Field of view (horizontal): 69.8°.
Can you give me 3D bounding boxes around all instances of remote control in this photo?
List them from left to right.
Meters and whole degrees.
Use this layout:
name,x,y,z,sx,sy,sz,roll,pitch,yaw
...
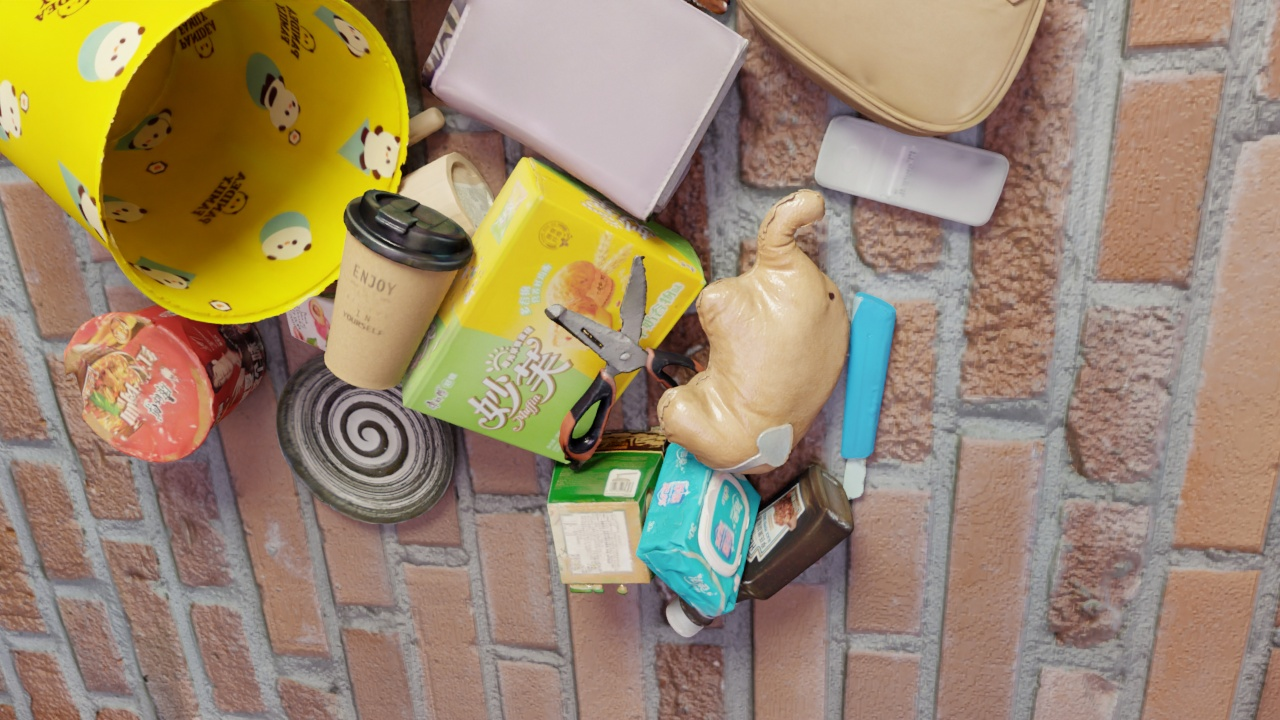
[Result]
name,x,y,z,sx,sy,sz,roll,pitch,yaw
remote control,0.201,-0.142,0.686,0.136,0.020,0.056,15,114,5

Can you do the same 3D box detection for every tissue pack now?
name,x,y,z,sx,sy,sz,roll,pitch,yaw
tissue pack,0.053,0.131,0.759,0.050,0.133,0.093,-14,132,35

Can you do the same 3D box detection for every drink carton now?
name,x,y,z,sx,sy,sz,roll,pitch,yaw
drink carton,-0.252,-0.035,0.780,0.123,0.045,0.053,17,118,38

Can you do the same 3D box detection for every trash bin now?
name,x,y,z,sx,sy,sz,roll,pitch,yaw
trash bin,-0.337,-0.184,0.648,0.255,0.229,0.230,30,116,23

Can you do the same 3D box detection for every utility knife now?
name,x,y,z,sx,sy,sz,roll,pitch,yaw
utility knife,0.184,0.036,0.760,0.034,0.018,0.187,10,113,20

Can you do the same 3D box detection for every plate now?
name,x,y,z,sx,sy,sz,roll,pitch,yaw
plate,-0.255,0.070,0.860,0.179,0.024,0.180,5,113,11

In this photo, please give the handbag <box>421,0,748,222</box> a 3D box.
name,x,y,z,sx,sy,sz,roll,pitch,yaw
handbag,-0.039,-0.210,0.663,0.197,0.098,0.145,30,99,0

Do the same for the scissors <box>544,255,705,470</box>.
name,x,y,z,sx,sy,sz,roll,pitch,yaw
scissors,-0.007,0.008,0.713,0.188,0.015,0.227,-4,134,-33

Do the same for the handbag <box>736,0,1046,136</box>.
name,x,y,z,sx,sy,sz,roll,pitch,yaw
handbag,0.164,-0.248,0.615,0.204,0.099,0.148,36,106,-4

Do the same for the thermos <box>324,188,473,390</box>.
name,x,y,z,sx,sy,sz,roll,pitch,yaw
thermos,-0.184,-0.052,0.672,0.093,0.092,0.143,27,116,0

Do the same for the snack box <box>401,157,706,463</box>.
name,x,y,z,sx,sy,sz,roll,pitch,yaw
snack box,-0.073,-0.031,0.725,0.157,0.070,0.210,23,116,-30

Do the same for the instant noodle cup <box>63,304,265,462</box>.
name,x,y,z,sx,sy,sz,roll,pitch,yaw
instant noodle cup,-0.412,0.007,0.820,0.138,0.108,0.138,4,111,10

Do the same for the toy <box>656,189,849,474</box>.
name,x,y,z,sx,sy,sz,roll,pitch,yaw
toy,0.103,-0.018,0.713,0.143,0.082,0.226,14,102,-34

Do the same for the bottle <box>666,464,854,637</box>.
name,x,y,z,sx,sy,sz,roll,pitch,yaw
bottle,0.098,0.174,0.797,0.044,0.079,0.195,36,115,-19

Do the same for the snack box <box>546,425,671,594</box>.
name,x,y,z,sx,sy,sz,roll,pitch,yaw
snack box,-0.024,0.129,0.791,0.118,0.105,0.117,-4,109,12

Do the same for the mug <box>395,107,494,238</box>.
name,x,y,z,sx,sy,sz,roll,pitch,yaw
mug,-0.184,-0.128,0.743,0.104,0.084,0.124,-23,86,17

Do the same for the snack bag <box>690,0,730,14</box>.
name,x,y,z,sx,sy,sz,roll,pitch,yaw
snack bag,0.063,-0.302,0.649,0.045,0.026,0.105,26,115,-6
